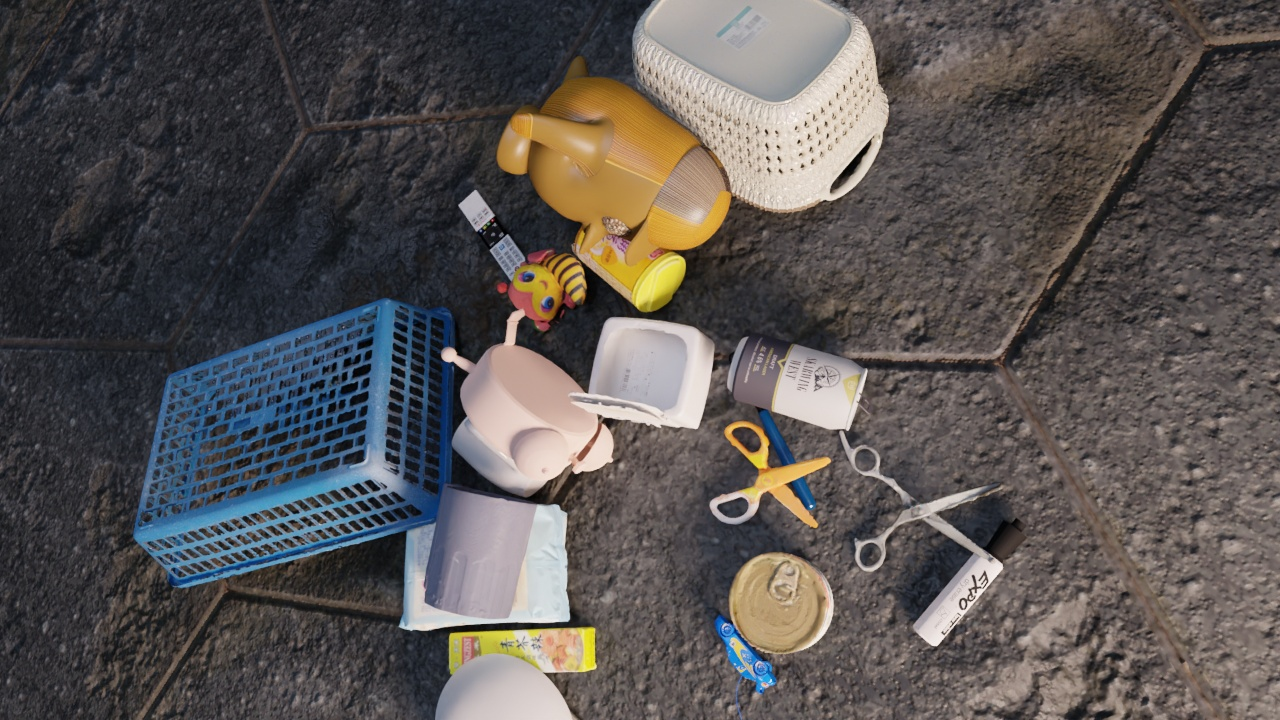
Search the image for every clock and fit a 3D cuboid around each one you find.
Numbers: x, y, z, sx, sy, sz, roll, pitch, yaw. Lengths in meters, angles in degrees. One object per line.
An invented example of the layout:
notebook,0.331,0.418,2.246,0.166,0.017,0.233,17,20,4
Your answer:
clock,-0.099,0.038,0.884,0.086,0.130,0.160,-43,71,22

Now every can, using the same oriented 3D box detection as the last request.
can,-0.011,-0.103,0.925,0.105,0.067,0.067,42,94,25
can,0.124,0.213,0.807,0.086,0.043,0.086,-5,76,20
can,0.147,0.021,0.827,0.127,0.064,0.064,17,84,16

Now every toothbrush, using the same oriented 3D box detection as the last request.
toothbrush,0.123,0.064,0.860,0.014,0.014,0.167,-30,69,13

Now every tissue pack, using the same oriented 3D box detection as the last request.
tissue pack,-0.157,0.206,0.908,0.182,0.070,0.112,-10,73,22

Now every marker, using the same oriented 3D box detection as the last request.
marker,0.276,0.183,0.764,0.025,0.025,0.126,40,94,25

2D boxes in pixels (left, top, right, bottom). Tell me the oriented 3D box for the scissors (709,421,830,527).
scissors,0.113,0.114,0.844,0.125,0.011,0.128,45,107,27

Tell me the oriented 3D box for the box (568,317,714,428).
box,-0.008,0.016,0.858,0.109,0.136,0.126,8,79,25

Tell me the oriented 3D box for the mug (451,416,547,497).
mug,-0.136,0.088,0.908,0.089,0.107,0.071,41,85,16

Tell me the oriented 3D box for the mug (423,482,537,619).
mug,-0.157,0.171,0.840,0.124,0.083,0.104,2,79,50

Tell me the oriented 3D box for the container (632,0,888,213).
container,0.108,-0.268,0.876,0.246,0.143,0.184,36,79,25

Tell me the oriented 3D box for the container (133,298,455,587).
container,-0.377,0.077,0.981,0.363,0.089,0.256,-17,57,17

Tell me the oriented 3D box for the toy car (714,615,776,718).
toy car,0.082,0.280,0.811,0.062,0.033,0.092,-44,66,-1

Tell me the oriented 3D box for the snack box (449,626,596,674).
snack box,-0.116,0.283,0.893,0.148,0.029,0.040,-8,74,20

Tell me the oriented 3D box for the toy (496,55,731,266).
toy,-0.013,-0.169,0.854,0.203,0.198,0.163,31,102,16

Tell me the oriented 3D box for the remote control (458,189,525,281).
remote control,-0.162,-0.139,1.024,0.028,0.011,0.124,-40,66,8

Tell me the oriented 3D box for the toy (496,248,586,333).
toy,-0.099,-0.077,0.965,0.104,0.046,0.084,-18,78,27

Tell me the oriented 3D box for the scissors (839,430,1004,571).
scissors,0.230,0.119,0.793,0.142,0.014,0.173,-46,58,19

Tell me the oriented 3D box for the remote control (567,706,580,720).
remote control,-0.062,0.354,0.863,0.136,0.013,0.033,36,92,25

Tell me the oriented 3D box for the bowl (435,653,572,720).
bowl,-0.136,0.355,0.857,0.150,0.043,0.149,1,92,22
